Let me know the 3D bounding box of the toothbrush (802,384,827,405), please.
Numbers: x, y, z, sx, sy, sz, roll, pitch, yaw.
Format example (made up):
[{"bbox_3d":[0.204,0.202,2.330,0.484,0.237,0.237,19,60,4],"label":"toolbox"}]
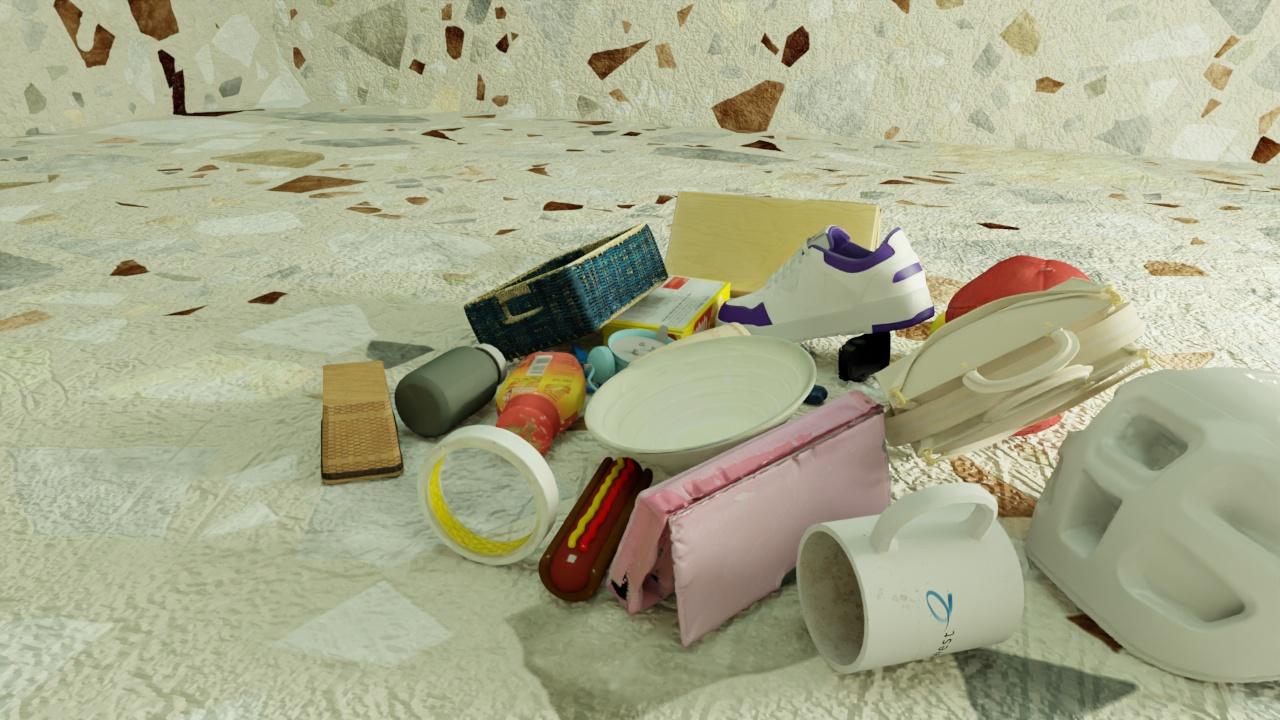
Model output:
[{"bbox_3d":[0.089,0.017,0.900,0.190,0.016,0.017,12,30,24],"label":"toothbrush"}]

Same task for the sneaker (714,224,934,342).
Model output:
[{"bbox_3d":[0.178,-0.081,0.963,0.245,0.111,0.091,-6,10,35],"label":"sneaker"}]

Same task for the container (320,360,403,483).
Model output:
[{"bbox_3d":[-0.229,0.045,0.744,0.063,0.061,0.114,-5,23,-17],"label":"container"}]

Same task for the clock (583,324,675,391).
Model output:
[{"bbox_3d":[-0.005,0.005,0.869,0.087,0.042,0.122,22,31,19],"label":"clock"}]

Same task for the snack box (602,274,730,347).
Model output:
[{"bbox_3d":[0.034,-0.050,1.031,0.092,0.042,0.200,8,22,17],"label":"snack box"}]

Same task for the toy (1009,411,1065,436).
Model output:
[{"bbox_3d":[0.312,0.035,0.821,0.092,0.062,0.133,7,-1,-28],"label":"toy"}]

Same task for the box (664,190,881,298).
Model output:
[{"bbox_3d":[0.170,-0.143,1.157,0.249,0.142,0.178,9,13,17],"label":"box"}]

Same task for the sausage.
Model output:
[{"bbox_3d":[-0.027,0.109,0.628,0.040,0.040,0.155,7,22,13],"label":"sausage"}]

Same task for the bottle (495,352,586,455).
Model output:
[{"bbox_3d":[-0.088,0.037,0.792,0.071,0.048,0.134,3,21,6],"label":"bottle"}]

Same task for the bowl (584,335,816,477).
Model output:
[{"bbox_3d":[0.050,0.045,0.695,0.177,0.058,0.176,-14,23,6],"label":"bowl"}]

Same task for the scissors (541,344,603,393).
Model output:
[{"bbox_3d":[-0.042,0.002,0.932,0.109,0.018,0.131,-4,23,-20],"label":"scissors"}]

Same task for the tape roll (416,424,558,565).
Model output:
[{"bbox_3d":[-0.100,0.088,0.599,0.094,0.094,0.019,8,23,15],"label":"tape roll"}]

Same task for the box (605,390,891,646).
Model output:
[{"bbox_3d":[0.091,0.100,0.602,0.232,0.099,0.080,-17,49,-43],"label":"box"}]

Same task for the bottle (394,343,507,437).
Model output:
[{"bbox_3d":[-0.164,0.022,0.809,0.060,0.060,0.108,10,23,21],"label":"bottle"}]

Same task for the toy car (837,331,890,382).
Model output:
[{"bbox_3d":[0.225,-0.006,0.933,0.091,0.042,0.036,-19,22,-42],"label":"toy car"}]

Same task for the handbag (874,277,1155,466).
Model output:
[{"bbox_3d":[0.266,0.011,0.666,0.195,0.101,0.197,-28,-4,13],"label":"handbag"}]

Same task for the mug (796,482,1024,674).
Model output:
[{"bbox_3d":[0.154,0.115,0.518,0.096,0.120,0.083,-5,39,-16],"label":"mug"}]

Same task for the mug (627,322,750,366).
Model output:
[{"bbox_3d":[0.051,0.031,0.794,0.104,0.085,0.111,-15,55,-17],"label":"mug"}]

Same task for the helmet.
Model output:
[{"bbox_3d":[0.410,0.105,0.593,0.282,0.184,0.224,18,23,-13],"label":"helmet"}]

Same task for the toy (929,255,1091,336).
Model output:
[{"bbox_3d":[0.349,-0.035,0.859,0.148,0.098,0.216,1,-9,12],"label":"toy"}]

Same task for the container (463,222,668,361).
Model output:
[{"bbox_3d":[-0.073,-0.072,0.968,0.146,0.071,0.186,-16,13,31],"label":"container"}]
